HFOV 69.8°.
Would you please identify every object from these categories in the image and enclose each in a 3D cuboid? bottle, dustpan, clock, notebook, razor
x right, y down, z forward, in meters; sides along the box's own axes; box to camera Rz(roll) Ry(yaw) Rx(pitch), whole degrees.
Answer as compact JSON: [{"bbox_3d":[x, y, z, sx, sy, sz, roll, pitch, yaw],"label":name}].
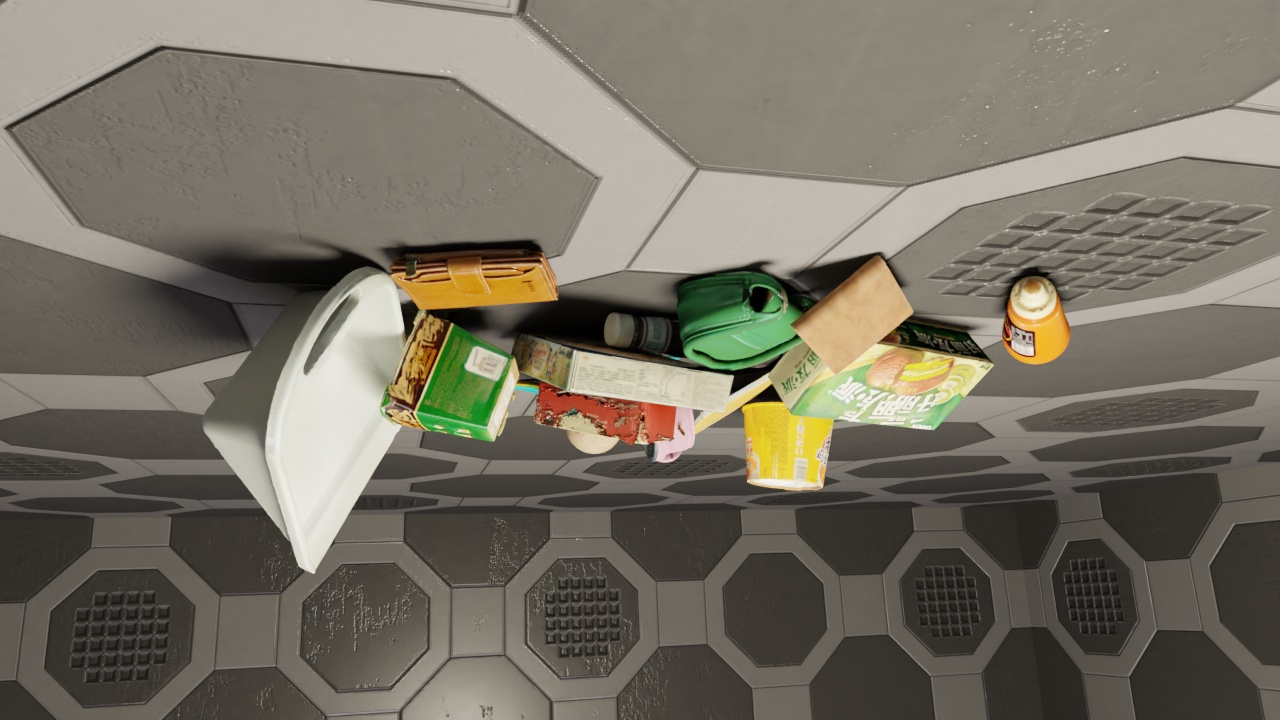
[{"bbox_3d":[0.056,-0.024,0.988,0.194,0.044,0.080,6,168,-24],"label":"bottle"},{"bbox_3d":[-0.265,0.043,0.831,0.143,0.222,0.258,1,139,28],"label":"dustpan"},{"bbox_3d":[0.399,-0.046,0.928,0.067,0.066,0.149,-8,157,22],"label":"bottle"},{"bbox_3d":[0.028,0.076,1.230,0.059,0.117,0.159,-11,166,-12],"label":"clock"},{"bbox_3d":[0.124,0.060,1.247,0.145,0.010,0.206,-30,171,-13],"label":"notebook"},{"bbox_3d":[-0.163,0.042,1.233,0.133,0.028,0.043,-2,-171,12],"label":"razor"}]

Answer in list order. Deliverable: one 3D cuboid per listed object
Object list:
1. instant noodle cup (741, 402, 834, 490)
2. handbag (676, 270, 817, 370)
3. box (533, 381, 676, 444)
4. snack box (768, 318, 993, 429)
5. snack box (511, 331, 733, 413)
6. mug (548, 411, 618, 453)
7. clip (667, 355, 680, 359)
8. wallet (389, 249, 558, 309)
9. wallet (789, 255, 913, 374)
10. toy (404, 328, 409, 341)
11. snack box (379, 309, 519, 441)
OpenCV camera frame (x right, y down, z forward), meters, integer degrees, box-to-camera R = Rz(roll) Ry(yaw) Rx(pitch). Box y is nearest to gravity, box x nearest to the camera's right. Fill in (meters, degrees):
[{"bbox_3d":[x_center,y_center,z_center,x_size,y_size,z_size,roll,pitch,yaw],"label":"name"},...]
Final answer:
[{"bbox_3d":[0.212,0.127,1.327,0.138,0.109,0.138,5,167,1],"label":"instant noodle cup"},{"bbox_3d":[0.103,-0.039,0.887,0.120,0.068,0.131,-12,163,30],"label":"handbag"},{"bbox_3d":[-0.044,0.065,1.130,0.168,0.080,0.091,9,-176,30],"label":"box"},{"bbox_3d":[0.270,0.011,1.022,0.239,0.063,0.115,8,130,-33],"label":"snack box"},{"bbox_3d":[-0.026,0.011,0.973,0.177,0.046,0.183,9,-176,-27],"label":"snack box"},{"bbox_3d":[-0.076,0.072,1.287,0.124,0.084,0.104,26,160,-3],"label":"mug"},{"bbox_3d":[0.044,-0.013,1.073,0.014,0.047,0.057,10,159,-36],"label":"clip"},{"bbox_3d":[-0.143,-0.074,0.800,0.131,0.035,0.119,-3,171,2],"label":"wallet"},{"bbox_3d":[0.203,-0.039,0.869,0.101,0.020,0.115,-39,145,10],"label":"wallet"},{"bbox_3d":[-0.291,-0.005,0.992,0.157,0.066,0.105,16,115,-40],"label":"toy"},{"bbox_3d":[-0.185,0.023,0.929,0.105,0.118,0.118,18,166,1],"label":"snack box"}]
